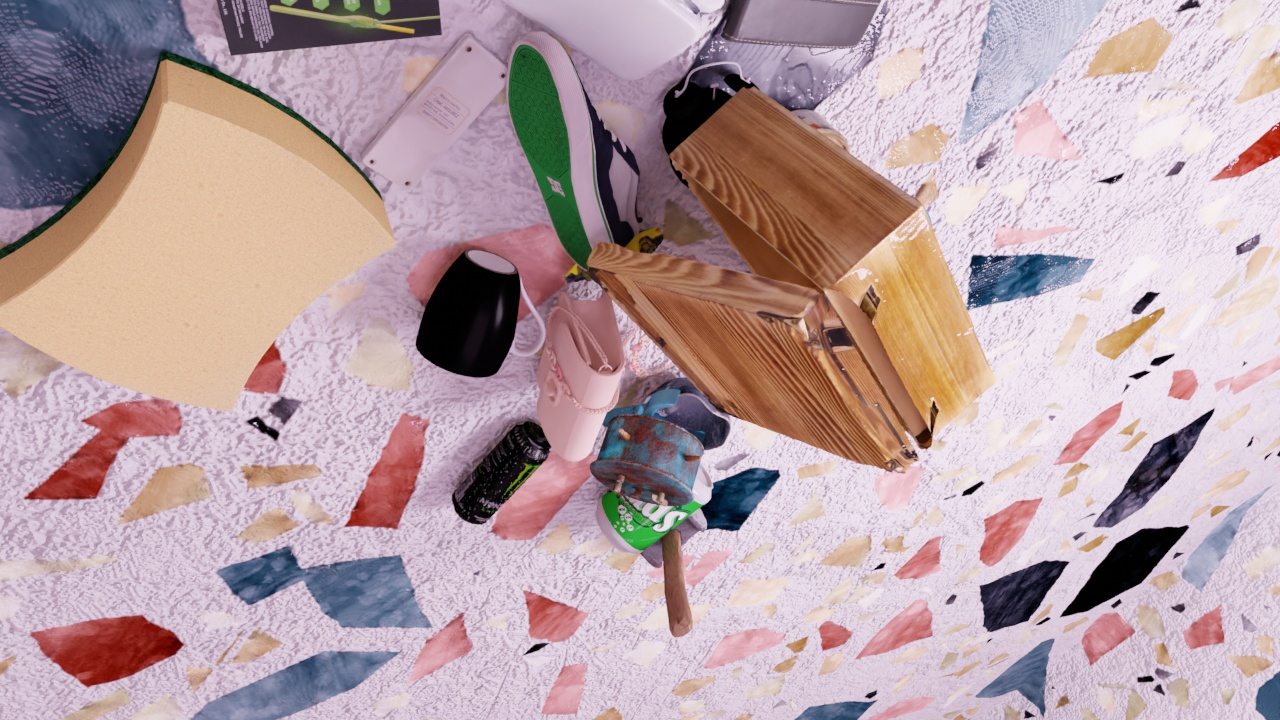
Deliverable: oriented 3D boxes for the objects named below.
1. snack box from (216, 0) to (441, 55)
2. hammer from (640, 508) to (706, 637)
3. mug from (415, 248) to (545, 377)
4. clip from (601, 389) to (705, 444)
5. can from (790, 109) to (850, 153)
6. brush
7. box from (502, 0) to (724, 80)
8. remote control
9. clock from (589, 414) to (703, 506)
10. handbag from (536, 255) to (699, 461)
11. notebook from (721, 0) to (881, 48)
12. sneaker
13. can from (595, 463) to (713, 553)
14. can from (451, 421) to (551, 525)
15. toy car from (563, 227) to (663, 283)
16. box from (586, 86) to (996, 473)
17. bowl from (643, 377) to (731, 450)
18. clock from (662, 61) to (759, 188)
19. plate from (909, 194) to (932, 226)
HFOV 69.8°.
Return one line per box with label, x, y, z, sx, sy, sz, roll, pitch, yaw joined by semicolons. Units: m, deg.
snack box;-0.218;-0.263;0.639;0.147;0.025;0.080;-12;137;-17
hammer;0.041;0.255;1.123;0.098;0.328;0.052;-41;98;7
mug;-0.140;-0.044;0.859;0.118;0.085;0.100;12;114;-29
clip;0.026;0.072;1.048;0.119;0.033;0.121;30;145;-18
can;0.156;-0.197;0.894;0.086;0.043;0.086;-15;138;-14
brush;-0.342;-0.087;0.714;0.250;0.075;0.195;-41;137;15
box;-0.021;-0.309;0.672;0.186;0.084;0.210;-41;138;23
remote control;-0.165;-0.199;0.744;0.136;0.011;0.050;-43;137;16
clock;0.004;0.126;1.049;0.121;0.073;0.158;19;155;-1
handbag;-0.006;0.005;0.934;0.187;0.116;0.199;-5;145;-21
notebook;0.164;-0.353;0.735;0.169;0.029;0.210;-10;139;-34
sneaker;-0.047;-0.182;0.780;0.079;0.084;0.236;-40;145;-19
can;0.017;0.177;1.167;0.140;0.087;0.087;-39;138;13
can;-0.160;0.130;1.050;0.054;0.054;0.138;24;117;-42
toy car;-0.026;-0.103;0.894;0.107;0.049;0.030;-25;95;-6
box;0.140;-0.031;0.805;0.220;0.258;0.279;-42;137;1
bowl;0.058;0.055;1.076;0.110;0.055;0.110;15;144;11
clock;0.064;-0.212;0.829;0.091;0.042;0.121;-15;138;-14
plate;0.226;-0.103;1.042;0.224;0.024;0.225;-15;137;-14
